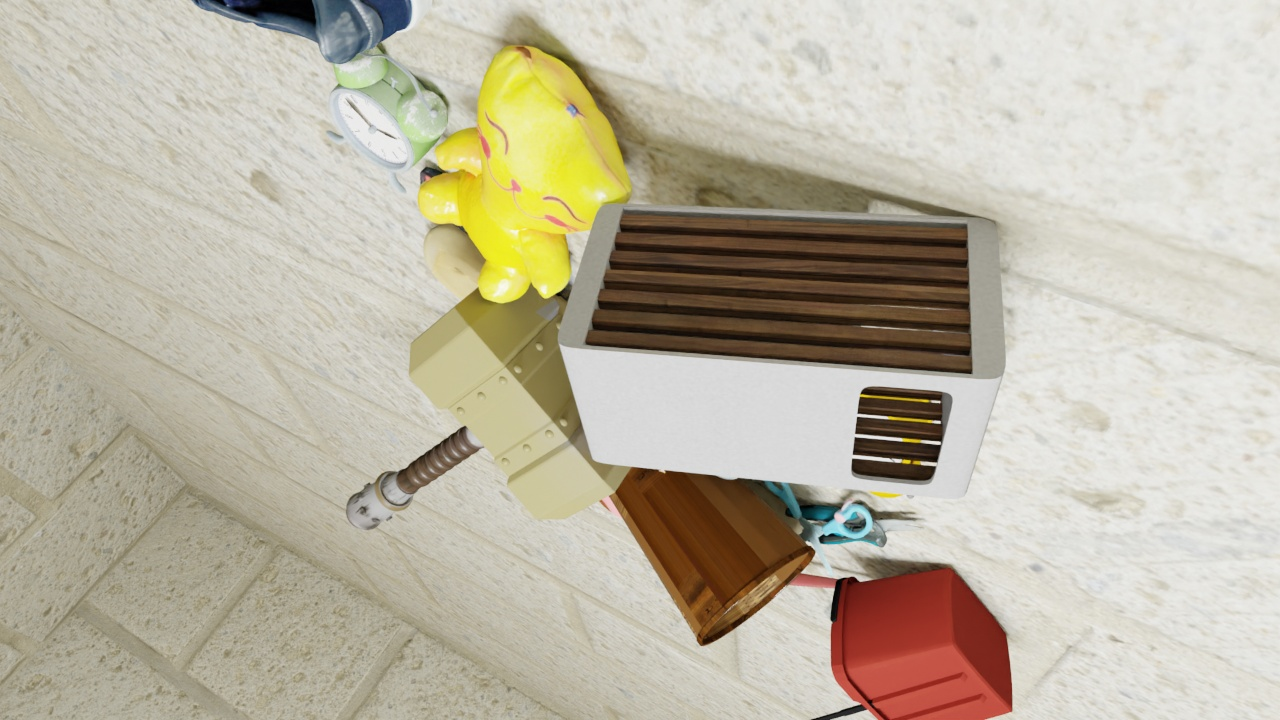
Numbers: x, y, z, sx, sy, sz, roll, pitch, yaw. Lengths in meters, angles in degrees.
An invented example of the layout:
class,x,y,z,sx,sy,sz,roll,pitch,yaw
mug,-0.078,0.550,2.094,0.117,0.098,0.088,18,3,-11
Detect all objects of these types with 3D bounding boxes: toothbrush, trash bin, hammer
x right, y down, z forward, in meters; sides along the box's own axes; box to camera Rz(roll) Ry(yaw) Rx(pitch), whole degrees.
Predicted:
class,x,y,z,sx,sy,sz,roll,pitch,yaw
toothbrush,0.187,0.231,0.948,0.190,0.016,0.016,-2,143,35
trash bin,0.082,-0.007,0.544,0.229,0.114,0.115,4,142,12
hammer,-0.170,0.081,0.821,0.326,0.100,0.190,-33,102,36

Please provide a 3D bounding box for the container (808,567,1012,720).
class,x,y,z,sx,sy,sz,roll,pitch,yaw
container,0.226,0.286,0.863,0.201,0.126,0.148,-27,118,33

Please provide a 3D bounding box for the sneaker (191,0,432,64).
class,x,y,z,sx,sy,sz,roll,pitch,yaw
sneaker,-0.289,-0.273,0.597,0.294,0.127,0.121,30,153,12

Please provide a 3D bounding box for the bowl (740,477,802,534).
class,x,y,z,sx,sy,sz,roll,pitch,yaw
bowl,0.090,0.173,0.955,0.152,0.050,0.152,26,151,16

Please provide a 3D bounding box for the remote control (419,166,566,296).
class,x,y,z,sx,sy,sz,roll,pitch,yaw
remote control,-0.121,-0.111,0.774,0.150,0.022,0.047,34,153,4

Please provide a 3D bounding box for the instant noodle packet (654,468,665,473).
class,x,y,z,sx,sy,sz,roll,pitch,yaw
instant noodle packet,0.027,0.017,0.713,0.098,0.135,0.039,39,-170,-25

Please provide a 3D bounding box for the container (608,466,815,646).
class,x,y,z,sx,sy,sz,roll,pitch,yaw
container,0.055,0.153,0.846,0.167,0.132,0.132,50,158,23

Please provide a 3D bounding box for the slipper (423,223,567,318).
class,x,y,z,sx,sy,sz,roll,pitch,yaw
slipper,-0.104,-0.018,0.843,0.261,0.079,0.112,42,148,-12

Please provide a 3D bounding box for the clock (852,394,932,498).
class,x,y,z,sx,sy,sz,roll,pitch,yaw
clock,0.158,0.050,0.694,0.114,0.051,0.152,16,143,31

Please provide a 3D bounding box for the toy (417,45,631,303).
class,x,y,z,sx,sy,sz,roll,pitch,yaw
toy,-0.073,-0.121,0.642,0.134,0.087,0.194,53,147,0

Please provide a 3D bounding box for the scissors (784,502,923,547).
class,x,y,z,sx,sy,sz,roll,pitch,yaw
scissors,0.195,0.155,0.846,0.127,0.019,0.142,30,146,20

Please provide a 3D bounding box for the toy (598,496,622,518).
class,x,y,z,sx,sy,sz,roll,pitch,yaw
toy,-0.009,0.150,1.023,0.110,0.051,0.090,25,152,27

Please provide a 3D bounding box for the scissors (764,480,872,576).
class,x,y,z,sx,sy,sz,roll,pitch,yaw
scissors,0.154,0.142,0.850,0.133,0.015,0.135,48,142,7

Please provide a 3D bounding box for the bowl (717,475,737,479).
class,x,y,z,sx,sy,sz,roll,pitch,yaw
bowl,0.079,0.066,0.793,0.114,0.060,0.114,26,152,15

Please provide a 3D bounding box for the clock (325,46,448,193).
class,x,y,z,sx,sy,sz,roll,pitch,yaw
clock,-0.195,-0.192,0.705,0.094,0.042,0.120,38,152,-8
